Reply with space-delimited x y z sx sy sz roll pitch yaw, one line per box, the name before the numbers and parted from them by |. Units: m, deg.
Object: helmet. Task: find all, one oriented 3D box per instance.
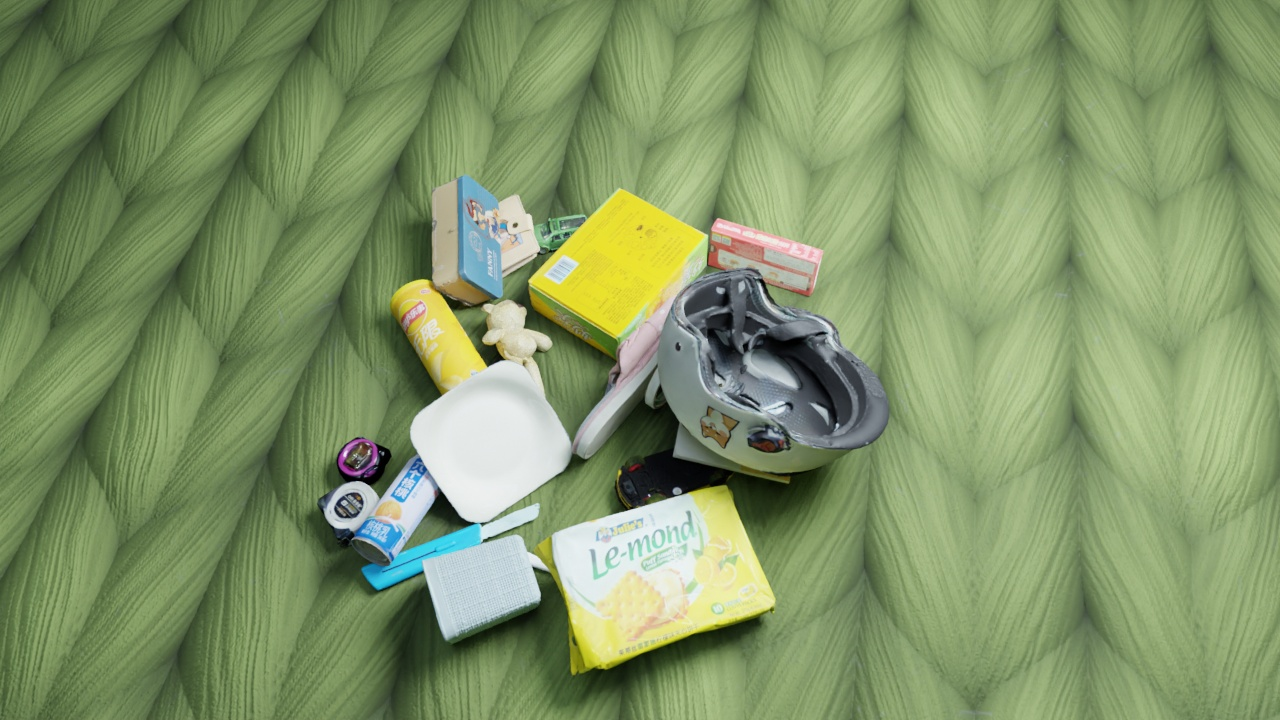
helmet | 0.132 0.034 1.068 0.274 0.157 0.229 36 41 0

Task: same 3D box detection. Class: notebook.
notebook | 0.127 0.052 1.161 0.146 0.010 0.205 14 52 1

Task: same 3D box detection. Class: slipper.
slipper | -0.007 0.007 1.158 0.054 0.114 0.273 35 72 9

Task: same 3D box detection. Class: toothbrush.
toothbrush | -0.095 0.244 1.069 0.180 0.016 0.016 18 60 12

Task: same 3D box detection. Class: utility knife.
utility knife | -0.220 0.217 1.088 0.218 0.018 0.034 -21 60 -12

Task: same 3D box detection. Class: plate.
plate | -0.180 0.096 1.110 0.164 0.034 0.163 -33 107 -12

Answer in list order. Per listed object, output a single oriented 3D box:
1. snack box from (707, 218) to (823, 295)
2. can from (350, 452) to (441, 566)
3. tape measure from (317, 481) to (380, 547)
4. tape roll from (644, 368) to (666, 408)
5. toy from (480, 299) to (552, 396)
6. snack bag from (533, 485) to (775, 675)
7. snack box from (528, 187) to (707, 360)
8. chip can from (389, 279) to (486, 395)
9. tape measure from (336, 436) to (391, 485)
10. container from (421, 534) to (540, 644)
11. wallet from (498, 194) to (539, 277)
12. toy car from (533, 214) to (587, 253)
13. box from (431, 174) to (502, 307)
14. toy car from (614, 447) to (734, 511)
snack box | 0.169 -0.141 1.262 0.153 0.075 0.025 19 60 13
can | -0.281 0.173 1.085 0.053 0.053 0.134 20 52 13
tape measure | -0.345 0.181 1.104 0.066 0.034 0.065 -31 65 -14
tape roll | 0.035 0.022 1.159 0.014 0.086 0.085 31 64 18
toy | -0.165 -0.009 1.204 0.105 0.066 0.157 3 57 -36
snack bag | 0.020 0.243 1.022 0.246 0.068 0.158 -13 61 -17
snack box | -0.027 -0.119 1.256 0.158 0.070 0.209 31 64 19
chip can | -0.251 -0.008 1.194 0.072 0.072 0.213 -28 63 -15
tape measure | -0.345 0.125 1.133 0.057 0.039 0.057 24 62 15
container | -0.174 0.252 1.020 0.111 0.090 0.090 -17 73 -13
wallet | -0.191 -0.178 1.312 0.087 0.024 0.115 -29 58 12
toy car | -0.115 -0.184 1.319 0.091 0.036 0.043 -14 61 -2
box | -0.239 -0.158 1.260 0.062 0.089 0.184 -20 64 23
toy car | 0.045 0.139 1.113 0.155 0.041 0.071 -19 60 -20
